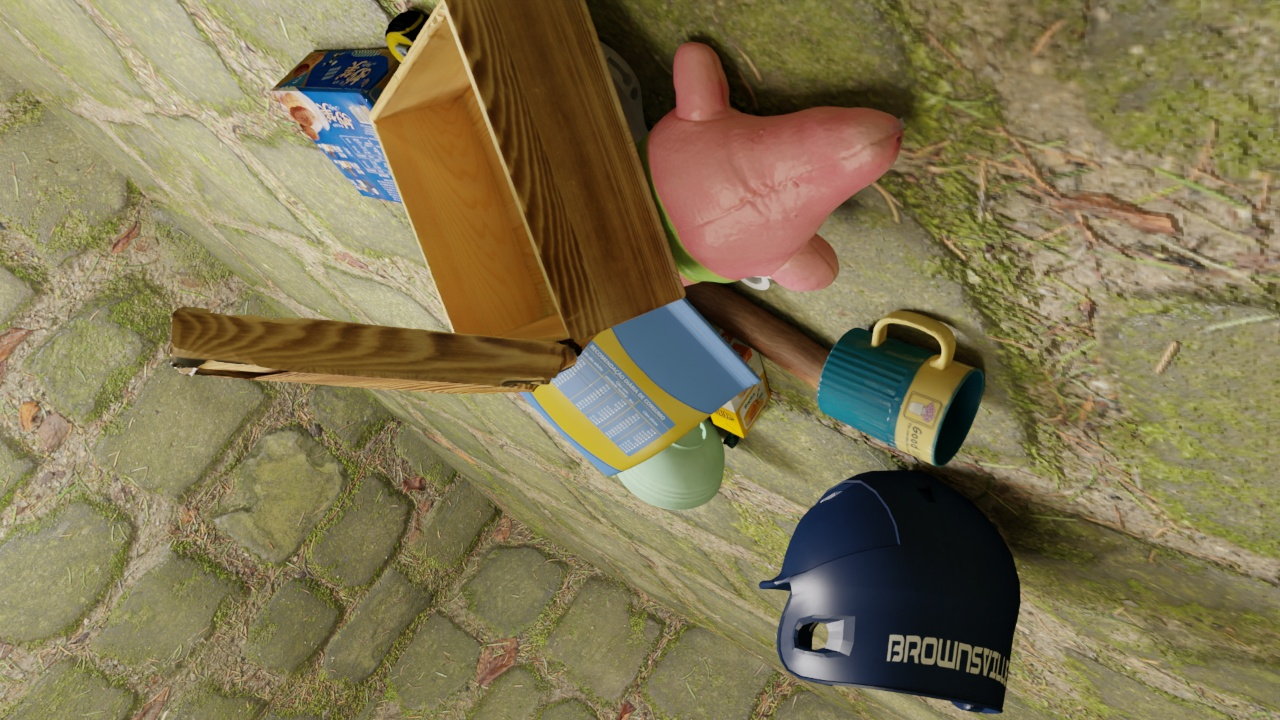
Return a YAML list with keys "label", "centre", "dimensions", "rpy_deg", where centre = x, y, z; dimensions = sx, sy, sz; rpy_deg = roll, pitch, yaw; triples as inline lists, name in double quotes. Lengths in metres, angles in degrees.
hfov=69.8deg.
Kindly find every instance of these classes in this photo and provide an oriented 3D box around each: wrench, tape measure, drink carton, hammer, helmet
- label: "wrench"
  centre: [0.026, -0.149, 0.732]
  dimensions: [0.273, 0.018, 0.087]
  rpy_deg: [43, 159, -25]
- label: "tape measure"
  centre: [-0.191, -0.269, 0.792]
  dimensions: [0.062, 0.034, 0.061]
  rpy_deg: [21, 155, 36]
- label: "drink carton"
  centre: [0.097, 0.023, 0.961]
  dimensions: [0.040, 0.058, 0.122]
  rpy_deg: [26, 159, 29]
- label: "hammer"
  centre: [0.060, -0.057, 0.865]
  dimensions: [0.301, 0.037, 0.158]
  rpy_deg: [33, 162, 11]
- label: "helmet"
  centre: [0.246, 0.223, 0.926]
  dimensions: [0.232, 0.222, 0.273]
  rpy_deg: [16, 158, -18]

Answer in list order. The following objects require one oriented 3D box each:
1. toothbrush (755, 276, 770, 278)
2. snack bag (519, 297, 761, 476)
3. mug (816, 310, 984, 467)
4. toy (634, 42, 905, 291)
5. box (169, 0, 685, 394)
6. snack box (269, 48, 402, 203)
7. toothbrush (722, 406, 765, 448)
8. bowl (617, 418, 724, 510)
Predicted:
- label: "toothbrush"
  centre: [0.053, -0.083, 0.772]
  dimensions: [0.187, 0.012, 0.017]
  rpy_deg: [9, 137, 20]
- label: "snack bag"
  centre: [-0.005, 0.005, 0.886]
  dimensions: [0.159, 0.102, 0.206]
  rpy_deg: [46, 134, -13]
- label: "mug"
  centre: [0.208, 0.013, 0.729]
  dimensions: [0.107, 0.083, 0.114]
  rpy_deg: [27, 132, 35]
- label: "toy"
  centre: [0.073, -0.120, 0.607]
  dimensions: [0.237, 0.096, 0.192]
  rpy_deg: [-9, 120, 52]
- label: "box"
  centre: [-0.182, -0.060, 0.666]
  dimensions: [0.280, 0.322, 0.284]
  rpy_deg: [-5, 109, 63]
- label: "snack box"
  centre: [-0.267, -0.238, 0.949]
  dimensions: [0.203, 0.069, 0.155]
  rpy_deg: [17, 154, 44]
- label: "toothbrush"
  centre: [0.126, 0.079, 1.115]
  dimensions: [0.017, 0.016, 0.190]
  rpy_deg: [36, 162, 6]
- label: "bowl"
  centre: [0.044, 0.109, 1.170]
  dimensions: [0.151, 0.150, 0.077]
  rpy_deg: [32, 134, 12]
